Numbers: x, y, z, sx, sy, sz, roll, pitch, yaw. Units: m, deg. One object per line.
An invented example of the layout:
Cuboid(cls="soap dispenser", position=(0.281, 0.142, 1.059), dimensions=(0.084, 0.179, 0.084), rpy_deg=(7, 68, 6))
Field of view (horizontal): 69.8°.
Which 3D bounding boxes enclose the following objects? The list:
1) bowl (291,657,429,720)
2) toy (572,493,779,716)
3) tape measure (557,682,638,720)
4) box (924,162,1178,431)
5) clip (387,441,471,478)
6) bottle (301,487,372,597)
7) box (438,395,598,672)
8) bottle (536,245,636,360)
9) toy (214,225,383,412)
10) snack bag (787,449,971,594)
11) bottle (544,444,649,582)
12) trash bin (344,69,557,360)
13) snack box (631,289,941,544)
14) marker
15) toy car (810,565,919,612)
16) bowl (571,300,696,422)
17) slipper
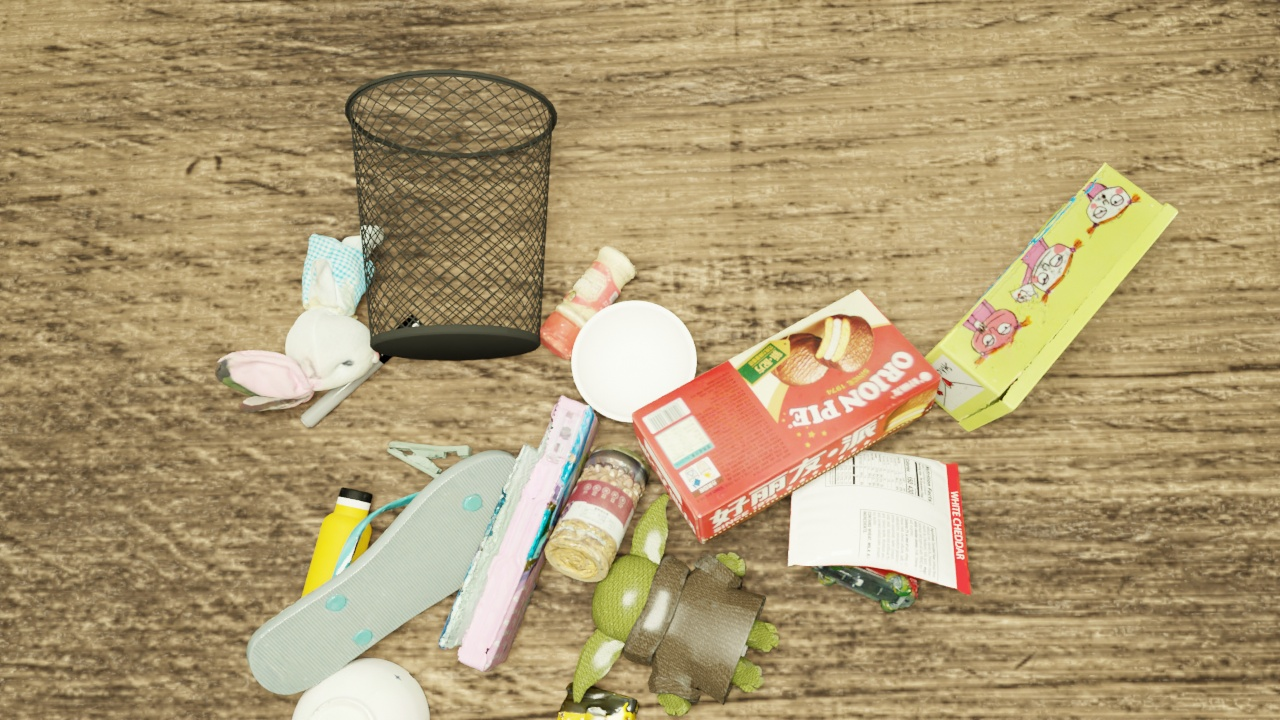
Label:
Cuboid(cls="bowl", position=(-0.237, 0.307, 0.759), dimensions=(0.113, 0.063, 0.113), rpy_deg=(-1, 77, 3))
Cuboid(cls="toy", position=(0.034, 0.216, 0.757), dimensions=(0.153, 0.078, 0.179), rpy_deg=(21, 75, 15))
Cuboid(cls="tape measure", position=(-0.037, 0.305, 0.757), dimensions=(0.066, 0.037, 0.064), rpy_deg=(10, 67, 12))
Cuboid(cls="box", position=(0.338, -0.050, 0.782), dimensions=(0.220, 0.124, 0.081), rpy_deg=(-44, 78, -9))
Cuboid(cls="clip", position=(-0.193, 0.088, 0.830), dimensions=(0.076, 0.023, 0.059), rpy_deg=(16, 76, 5))
Cuboid(cls="bottle", position=(-0.266, 0.184, 0.800), dimensions=(0.043, 0.043, 0.143), rpy_deg=(11, 77, 6))
Cuboid(cls="box", position=(-0.101, 0.143, 0.779), dimensions=(0.053, 0.085, 0.230), rpy_deg=(20, 79, 6))
Cuboid(cls="bottle", position=(-0.050, -0.053, 0.845), dimensions=(0.044, 0.044, 0.109), rpy_deg=(35, 79, 11))
Cuboid(cls="toy", position=(-0.279, -0.034, 0.836), dimensions=(0.105, 0.131, 0.205), rpy_deg=(26, 65, -4))
Cuboid(cls="snack bag", position=(0.199, 0.126, 0.771), dimensions=(0.144, 0.039, 0.130), rpy_deg=(7, 47, 5))
Cuboid(cls="bottle", position=(-0.035, 0.128, 0.772), dimensions=(0.056, 0.056, 0.105), rpy_deg=(19, 51, 8))
Cuboid(cls="trash bin", position=(-0.162, -0.114, 0.804), dimensions=(0.184, 0.184, 0.210), rpy_deg=(-3, 82, 3))
Cuboid(cls="snack box", position=(0.121, 0.044, 0.775), dimensions=(0.236, 0.060, 0.113), rpy_deg=(-29, 57, -10))
Cuboid(cls="marker", position=(-0.259, 0.010, 0.855), dimensions=(0.140, 0.016, 0.016), rpy_deg=(-43, 78, -7))
Cuboid(cls="toy car", position=(0.189, 0.180, 0.775), dimensions=(0.091, 0.042, 0.036), rpy_deg=(25, 55, 14))
Cuboid(cls="bowl", position=(-0.005, 0.005, 0.829), dimensions=(0.110, 0.040, 0.109), rpy_deg=(-1, 76, 3))
Cuboid(cls="slipper", position=(-0.208, 0.176, 0.783), dimensions=(0.268, 0.055, 0.098), rpy_deg=(-41, 121, -16))
